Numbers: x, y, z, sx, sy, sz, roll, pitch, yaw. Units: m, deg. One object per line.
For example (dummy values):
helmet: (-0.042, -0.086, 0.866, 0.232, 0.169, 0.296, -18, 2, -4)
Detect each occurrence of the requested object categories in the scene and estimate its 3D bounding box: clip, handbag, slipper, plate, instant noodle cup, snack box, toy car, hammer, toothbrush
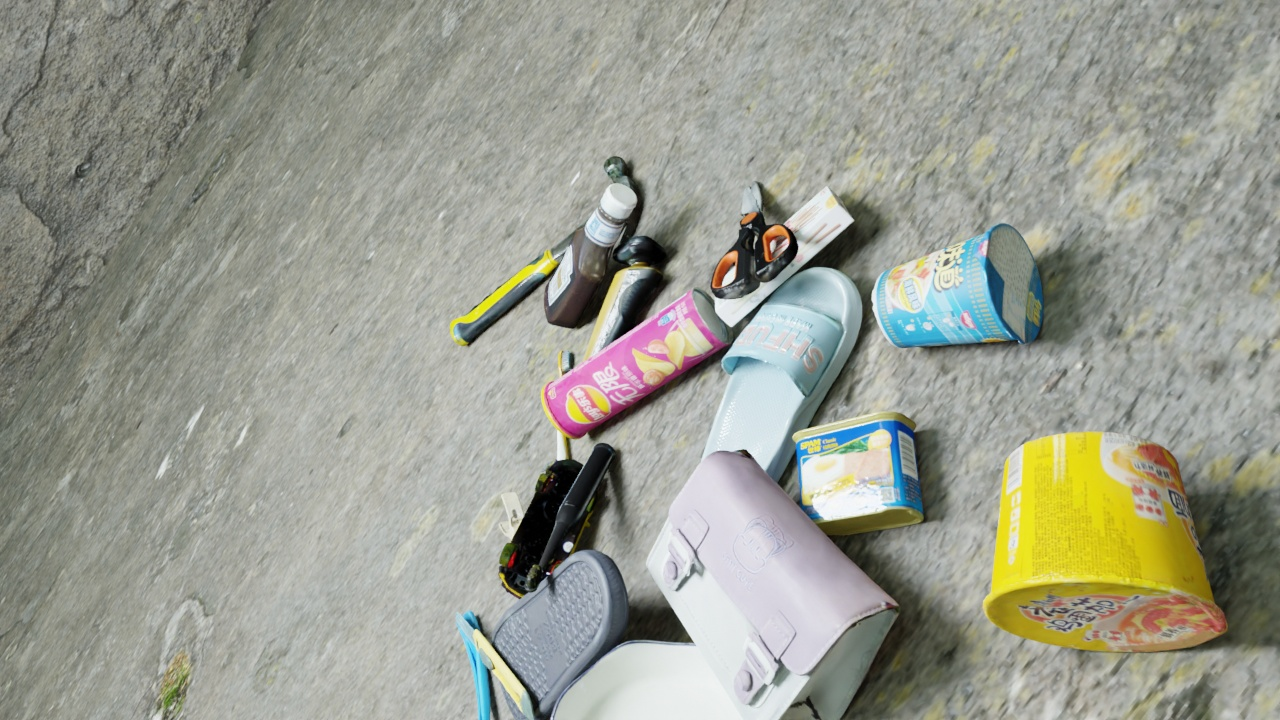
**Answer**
clip: (-0.132, 0.194, 1.004, 0.100, 0.034, 0.072, 51, 141, 45)
handbag: (0.096, 0.184, 0.742, 0.197, 0.098, 0.145, 49, 126, 44)
slipper: (0.117, 0.020, 0.856, 0.104, 0.074, 0.245, 21, 84, 46)
plate: (0.025, 0.320, 0.718, 0.204, 0.204, 0.046, -119, 25, -42)
instant noodle cup: (0.259, -0.054, 0.762, 0.110, 0.099, 0.099, -12, 60, 46)
instant noodle cup: (0.299, 0.119, 0.606, 0.138, 0.138, 0.109, -13, 50, 36)
slipper: (-0.063, 0.265, 0.874, 0.269, 0.083, 0.110, -53, 49, 43)
snack box: (0.138, -0.103, 0.909, 0.157, 0.027, 0.084, -42, 14, 18)
toy car: (-0.092, 0.176, 0.958, 0.071, 0.041, 0.155, 19, 60, 7)
hammer: (-0.127, -0.121, 1.180, 0.324, 0.032, 0.126, -37, 47, 21)
toothbrush: (-0.086, 0.069, 1.053, 0.018, 0.016, 0.191, -18, 56, 24)
toothbrush: (-0.069, 0.150, 0.903, 0.026, 0.027, 0.212, 14, 33, 11)

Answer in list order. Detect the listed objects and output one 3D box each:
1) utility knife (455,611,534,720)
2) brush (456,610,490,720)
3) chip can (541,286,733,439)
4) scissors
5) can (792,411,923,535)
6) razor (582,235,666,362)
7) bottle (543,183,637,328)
utility knife: (-0.151, 0.301, 0.929, 0.211, 0.022, 0.031, -155, 61, -62)
brush: (-0.159, 0.371, 0.943, 0.083, 0.046, 0.254, -44, 42, 20)
chip can: (-0.006, 0.006, 0.975, 0.211, 0.071, 0.071, -32, 50, 24)
scissors: (0.126, -0.137, 0.917, 0.142, 0.022, 0.234, -17, 32, 42)
can: (0.182, 0.097, 0.770, 0.102, 0.057, 0.083, -18, 59, 35)
razor: (-0.025, -0.062, 1.044, 0.068, 0.062, 0.167, 24, 91, 28)
bottle: (-0.059, -0.121, 1.053, 0.195, 0.044, 0.079, 125, 148, -44)
